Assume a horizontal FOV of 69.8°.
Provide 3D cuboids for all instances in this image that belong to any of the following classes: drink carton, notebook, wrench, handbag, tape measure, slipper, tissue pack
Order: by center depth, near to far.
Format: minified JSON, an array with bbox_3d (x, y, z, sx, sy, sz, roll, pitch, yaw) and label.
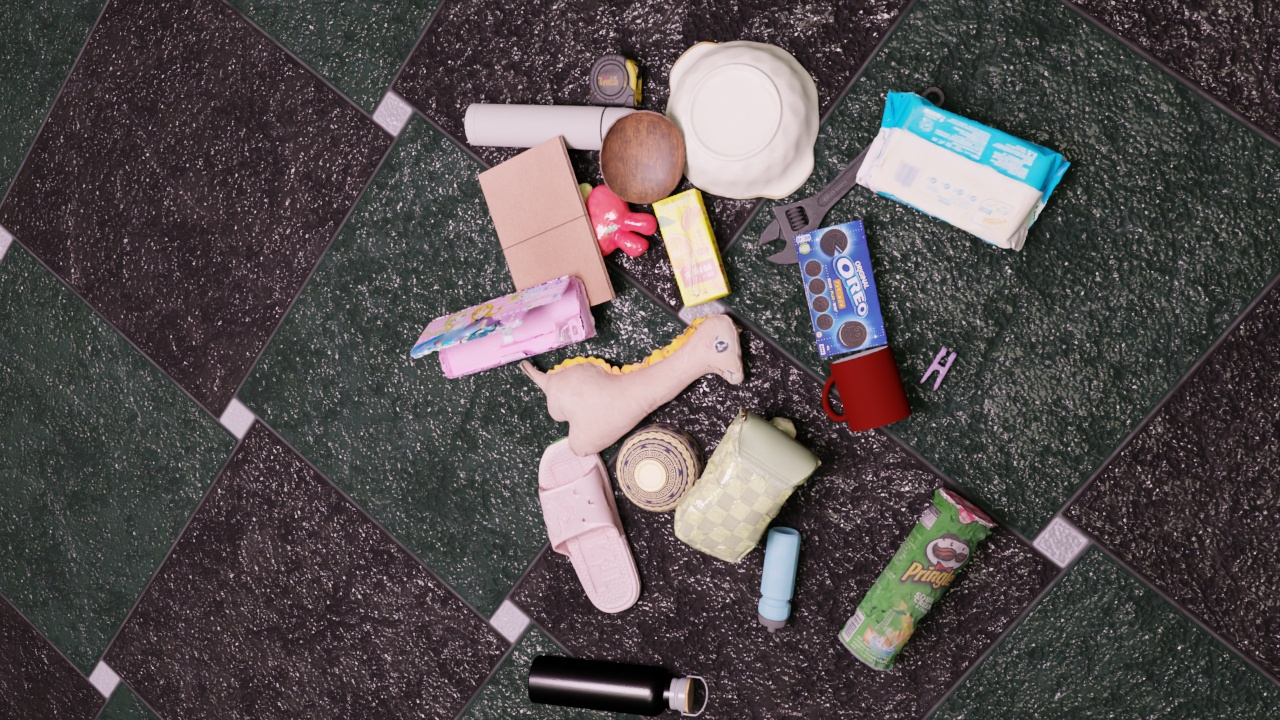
[{"bbox_3d":[0.352,-0.212,1.026,0.209,0.066,0.117,26,102,7],"label":"tissue pack"},{"bbox_3d":[0.248,-0.217,1.082,0.273,0.018,0.073,-43,88,13],"label":"wrench"},{"bbox_3d":[0.120,0.145,1.099,0.113,0.116,0.187,34,102,-3],"label":"handbag"},{"bbox_3d":[0.064,-0.136,1.125,0.059,0.043,0.134,-18,91,15],"label":"drink carton"},{"bbox_3d":[-0.031,-0.347,1.136,0.067,0.038,0.063,8,105,19],"label":"tape measure"},{"bbox_3d":[-0.122,-0.159,1.162,0.142,0.008,0.209,-16,94,34],"label":"notebook"},{"bbox_3d":[-0.072,0.217,1.182,0.094,0.064,0.239,-21,91,16],"label":"slipper"}]

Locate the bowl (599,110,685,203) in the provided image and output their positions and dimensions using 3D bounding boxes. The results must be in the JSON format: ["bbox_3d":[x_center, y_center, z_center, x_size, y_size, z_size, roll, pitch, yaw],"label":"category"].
[{"bbox_3d":[0.002,-0.247,1.105,0.102,0.026,0.114,5,120,-2],"label":"bowl"}]

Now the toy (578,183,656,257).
[{"bbox_3d":[-0.045,-0.173,1.148,0.135,0.045,0.092,17,101,18],"label":"toy"}]

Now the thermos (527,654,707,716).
[{"bbox_3d":[-0.027,0.424,1.188,0.231,0.061,0.061,1,95,15],"label":"thermos"}]

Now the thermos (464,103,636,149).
[{"bbox_3d":[-0.108,-0.293,1.151,0.224,0.052,0.052,5,96,14],"label":"thermos"}]

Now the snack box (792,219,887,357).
[{"bbox_3d":[0.236,-0.084,1.082,0.082,0.027,0.150,-13,96,9],"label":"snack box"}]

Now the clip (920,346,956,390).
[{"bbox_3d":[0.353,0.010,1.076,0.036,0.013,0.053,17,96,12],"label":"clip"}]

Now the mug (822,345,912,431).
[{"bbox_3d":[0.257,0.036,1.080,0.106,0.073,0.082,-18,90,45],"label":"mug"}]

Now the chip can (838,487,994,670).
[{"bbox_3d":[0.320,0.259,1.075,0.075,0.075,0.223,33,102,10],"label":"chip can"}]

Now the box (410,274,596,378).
[{"bbox_3d":[-0.180,-0.036,1.151,0.231,0.096,0.085,-15,93,27],"label":"box"}]

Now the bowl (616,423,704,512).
[{"bbox_3d":[0.020,0.139,1.151,0.112,0.061,0.112,1,95,15],"label":"bowl"}]

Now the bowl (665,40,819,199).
[{"bbox_3d":[0.115,-0.290,1.089,0.189,0.060,0.219,-41,83,14],"label":"bowl"}]

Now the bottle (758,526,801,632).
[{"bbox_3d":[0.170,0.273,1.133,0.040,0.040,0.130,8,97,14],"label":"bottle"}]

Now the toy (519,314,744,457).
[{"bbox_3d":[-0.007,0.007,1.148,0.264,0.065,0.196,-39,80,10],"label":"toy"}]
